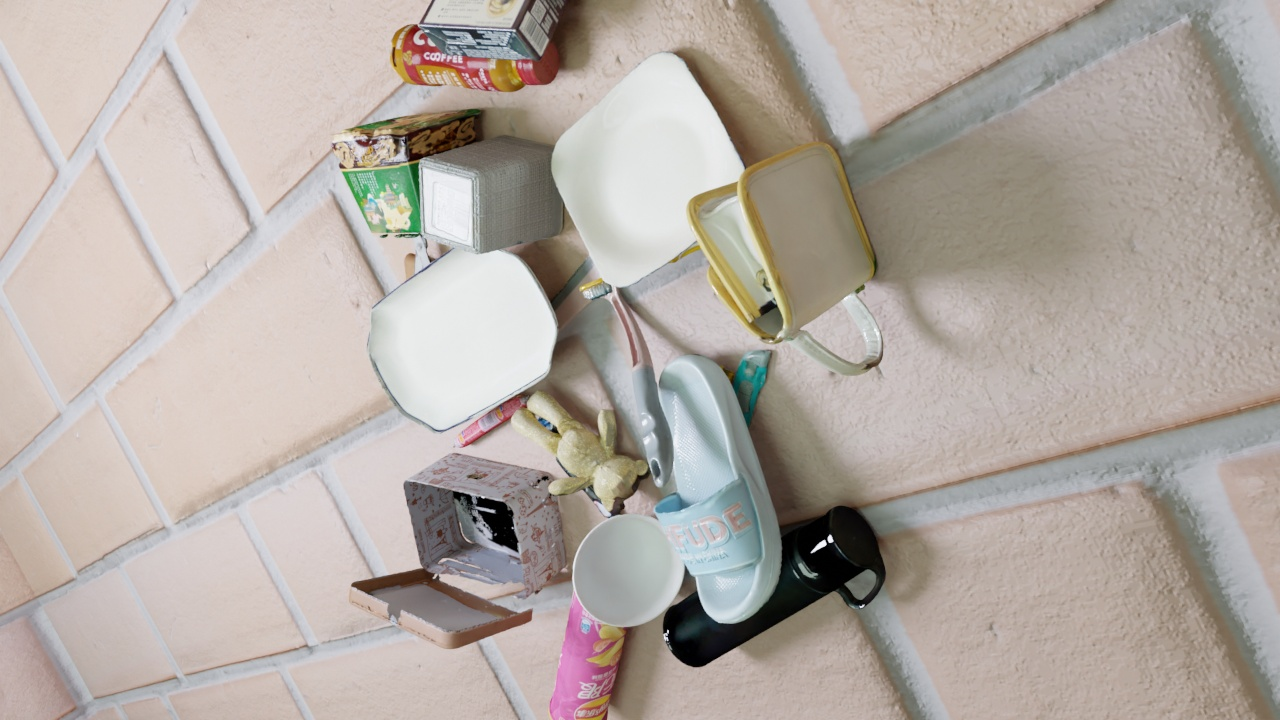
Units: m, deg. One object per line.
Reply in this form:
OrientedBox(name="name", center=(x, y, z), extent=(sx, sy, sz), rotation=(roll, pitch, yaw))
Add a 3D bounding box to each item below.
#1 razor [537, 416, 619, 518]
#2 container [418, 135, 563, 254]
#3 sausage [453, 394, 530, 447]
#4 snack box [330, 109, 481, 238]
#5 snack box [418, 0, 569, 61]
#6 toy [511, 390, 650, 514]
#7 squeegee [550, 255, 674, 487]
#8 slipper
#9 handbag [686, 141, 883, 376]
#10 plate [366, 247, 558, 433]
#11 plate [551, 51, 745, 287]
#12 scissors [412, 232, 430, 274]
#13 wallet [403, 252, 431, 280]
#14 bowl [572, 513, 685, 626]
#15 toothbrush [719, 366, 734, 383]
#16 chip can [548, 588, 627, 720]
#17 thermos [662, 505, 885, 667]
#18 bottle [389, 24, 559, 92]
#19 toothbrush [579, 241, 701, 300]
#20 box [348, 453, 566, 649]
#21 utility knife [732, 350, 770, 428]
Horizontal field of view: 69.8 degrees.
OrientedBox(name="razor", center=(-0.071, 0.120, 0.995), extent=(0.142, 0.022, 0.043), rotation=(51, 131, 6))
OrientedBox(name="container", center=(-0.143, -0.156, 0.868), extent=(0.090, 0.114, 0.090), rotation=(19, 119, 29))
OrientedBox(name="sausage", center=(-0.172, 0.070, 1.048), extent=(0.156, 0.020, 0.020), rotation=(-31, 90, 40))
OrientedBox(name="snack box", center=(-0.225, -0.186, 0.914), extent=(0.118, 0.117, 0.106), rotation=(6, 116, 32))
OrientedBox(name="snack box", center=(-0.117, -0.326, 0.793), extent=(0.113, 0.053, 0.125), rotation=(15, 74, 31))
OrientedBox(name="toy", center=(-0.066, 0.092, 0.954), extent=(0.157, 0.105, 0.066), rotation=(36, 170, 15))
OrientedBox(name="squeegee", center=(-0.005, 0.005, 0.849), extent=(0.248, 0.040, 0.249), rotation=(-43, 53, 39))
OrientedBox(name="slipper", center=(0.057, 0.116, 0.822), extent=(0.104, 0.074, 0.245), rotation=(-18, 84, 51))
OrientedBox(name="handbag", center=(0.120, -0.062, 0.686), extent=(0.063, 0.162, 0.179), rotation=(-20, 97, 41))
OrientedBox(name="plate", center=(-0.186, -0.025, 0.967), extent=(0.266, 0.034, 0.162), rotation=(-28, 92, 35))
OrientedBox(name="plate", center=(0.008, -0.160, 0.787), extent=(0.164, 0.034, 0.164), rotation=(-35, 71, 28))
OrientedBox(name="scissors", center=(-0.241, -0.131, 0.999), extent=(0.159, 0.014, 0.176), rotation=(46, 119, 19))
OrientedBox(name="wallet", center=(-0.225, -0.054, 1.035), extent=(0.101, 0.020, 0.115), rotation=(23, 123, 29))
OrientedBox(name="bowl", center=(-0.019, 0.210, 0.958), extent=(0.065, 0.118, 0.118), rotation=(-162, 53, -73))
OrientedBox(name="toothbrush", center=(0.058, 0.087, 0.891), extent=(0.016, 0.015, 0.190), rotation=(26, 123, 17))
OrientedBox(name="chip can", center=(-0.056, 0.331, 1.042), extent=(0.071, 0.071, 0.211), rotation=(27, 123, 25))
OrientedBox(name="thermos", center=(0.124, 0.227, 0.868), extent=(0.090, 0.068, 0.243), rotation=(52, 130, 6))
OrientedBox(name="bottle", center=(-0.156, -0.283, 0.860), extent=(0.175, 0.057, 0.057), rotation=(14, 117, 31))
OrientedBox(name="toothbrush", center=(0.033, -0.089, 0.792), extent=(0.192, 0.016, 0.018), rotation=(-19, 87, 18))
OrientedBox(name="box", center=(-0.215, 0.220, 1.031), extent=(0.183, 0.192, 0.156), rotation=(6, 111, 34))
OrientedBox(name="utility knife", center=(0.091, 0.056, 0.854), extent=(0.029, 0.013, 0.157), rotation=(26, 123, 25))
